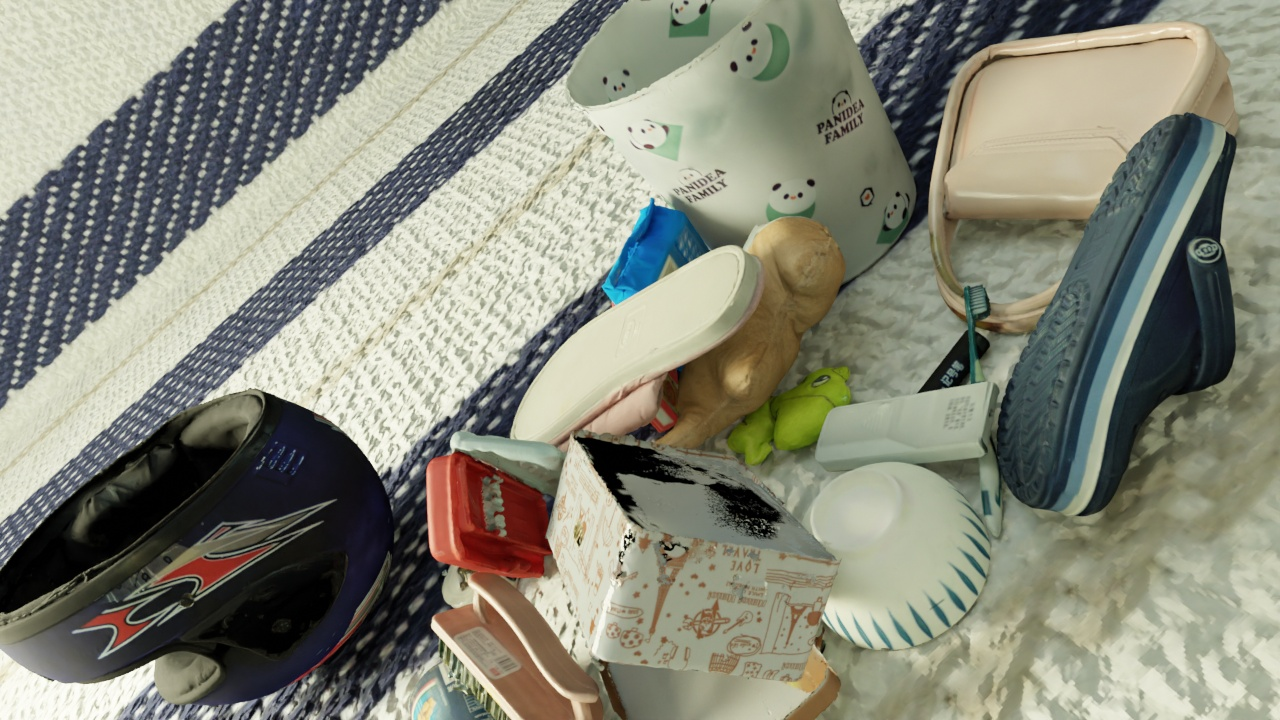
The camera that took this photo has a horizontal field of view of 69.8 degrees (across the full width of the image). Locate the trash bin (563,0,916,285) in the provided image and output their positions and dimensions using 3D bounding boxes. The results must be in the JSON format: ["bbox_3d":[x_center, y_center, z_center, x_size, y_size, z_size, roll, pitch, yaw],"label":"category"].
[{"bbox_3d":[0.100,-0.200,0.789,0.230,0.252,0.229,-27,36,22],"label":"trash bin"}]

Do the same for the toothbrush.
[{"bbox_3d":[0.224,0.025,0.594,0.018,0.016,0.191,-18,48,33],"label":"toothbrush"}]

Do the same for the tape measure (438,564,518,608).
[{"bbox_3d":[-0.138,0.189,0.791,0.065,0.033,0.066,-45,32,-2],"label":"tape measure"}]

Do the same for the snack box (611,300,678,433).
[{"bbox_3d":[0.004,-0.012,0.835,0.025,0.075,0.152,-28,35,19],"label":"snack box"}]

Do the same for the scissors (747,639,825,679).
[{"bbox_3d":[0.046,0.252,0.543,0.225,0.015,0.189,-53,34,-14],"label":"scissors"}]

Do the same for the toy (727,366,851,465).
[{"bbox_3d":[0.115,0.042,0.696,0.100,0.031,0.096,-9,39,49],"label":"toy"}]

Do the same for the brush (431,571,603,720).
[{"bbox_3d":[-0.077,0.202,0.605,0.146,0.063,0.073,30,116,44],"label":"brush"}]

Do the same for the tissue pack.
[{"bbox_3d":[0.029,-0.055,0.787,0.052,0.157,0.094,2,56,38],"label":"tissue pack"}]

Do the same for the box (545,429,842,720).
[{"bbox_3d":[0.018,0.163,0.572,0.182,0.154,0.185,-136,61,-70],"label":"box"}]

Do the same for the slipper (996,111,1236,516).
[{"bbox_3d":[0.291,-0.020,0.536,0.095,0.105,0.252,24,81,9],"label":"slipper"}]

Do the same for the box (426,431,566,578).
[{"bbox_3d":[-0.077,0.109,0.691,0.101,0.201,0.095,-10,72,9],"label":"box"}]

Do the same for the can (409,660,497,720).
[{"bbox_3d":[-0.113,0.265,0.638,0.075,0.075,0.111,-45,32,-4],"label":"can"}]

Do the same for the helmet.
[{"bbox_3d":[-0.377,0.192,0.838,0.314,0.240,0.247,-41,32,-18],"label":"helmet"}]

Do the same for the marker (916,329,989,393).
[{"bbox_3d":[0.195,0.033,0.636,0.132,0.020,0.022,-49,18,-9],"label":"marker"}]

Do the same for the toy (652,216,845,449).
[{"bbox_3d":[0.076,-0.008,0.709,0.226,0.082,0.143,-58,-2,4],"label":"toy"}]

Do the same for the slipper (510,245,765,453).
[{"bbox_3d":[-0.004,0.004,0.702,0.275,0.054,0.114,-34,33,37],"label":"slipper"}]

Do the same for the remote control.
[{"bbox_3d":[0.171,0.044,0.602,0.125,0.024,0.048,-14,42,44],"label":"remote control"}]

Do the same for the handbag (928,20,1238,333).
[{"bbox_3d":[0.298,-0.126,0.668,0.194,0.093,0.233,9,66,50],"label":"handbag"}]

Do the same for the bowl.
[{"bbox_3d":[0.144,0.108,0.558,0.117,0.066,0.116,-27,35,21],"label":"bowl"}]
